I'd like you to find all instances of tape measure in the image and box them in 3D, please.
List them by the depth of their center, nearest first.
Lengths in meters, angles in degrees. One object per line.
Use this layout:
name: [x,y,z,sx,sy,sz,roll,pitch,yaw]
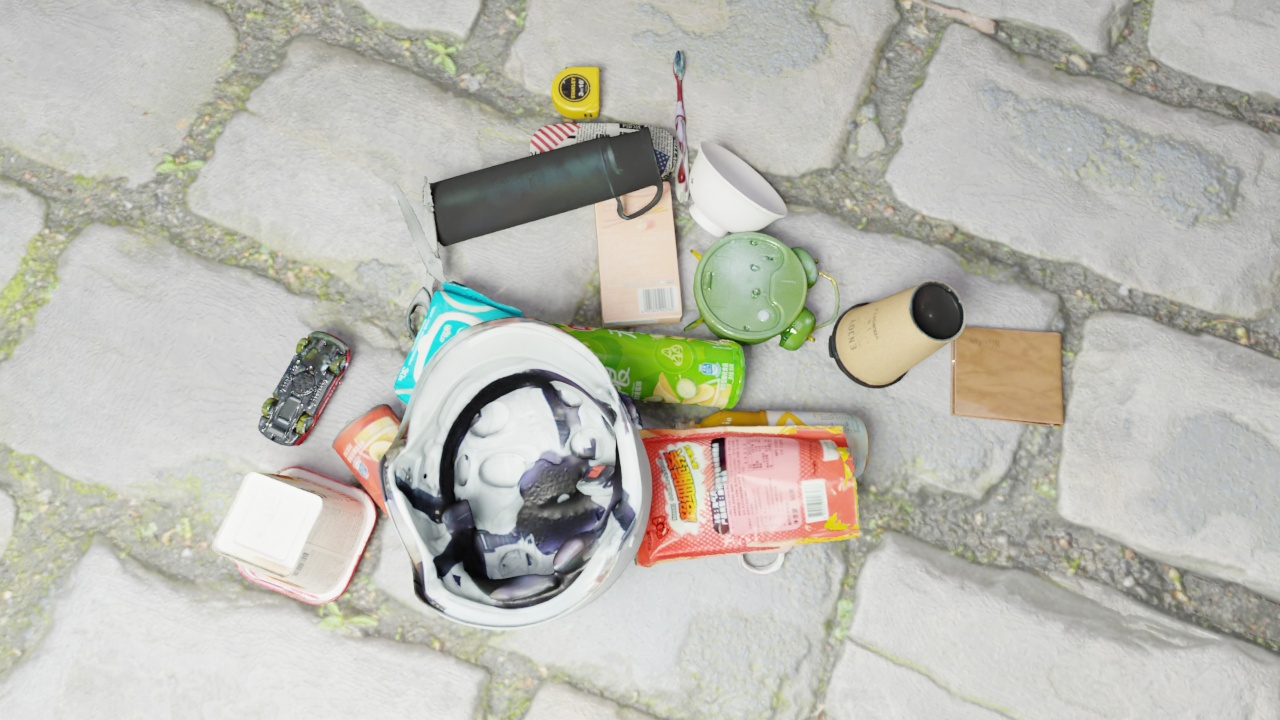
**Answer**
tape measure: [-0.072,-0.299,1.032,0.057,0.029,0.060,0,75,-2]

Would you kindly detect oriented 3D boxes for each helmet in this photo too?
helmet: [-0.092,0.104,0.806,0.229,0.146,0.258,-22,65,8]

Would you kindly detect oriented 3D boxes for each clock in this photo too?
clock: [0.129,-0.069,0.960,0.161,0.056,0.116,6,75,0]

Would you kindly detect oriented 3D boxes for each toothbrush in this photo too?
toothbrush: [0.046,-0.265,1.031,0.016,0.017,0.187,0,74,-1]

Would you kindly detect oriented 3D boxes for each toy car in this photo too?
toy car: [-0.337,0.029,0.927,0.053,0.045,0.120,26,81,3]

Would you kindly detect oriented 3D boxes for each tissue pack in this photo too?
tissue pack: [-0.178,-0.005,0.905,0.093,0.050,0.133,18,79,13]

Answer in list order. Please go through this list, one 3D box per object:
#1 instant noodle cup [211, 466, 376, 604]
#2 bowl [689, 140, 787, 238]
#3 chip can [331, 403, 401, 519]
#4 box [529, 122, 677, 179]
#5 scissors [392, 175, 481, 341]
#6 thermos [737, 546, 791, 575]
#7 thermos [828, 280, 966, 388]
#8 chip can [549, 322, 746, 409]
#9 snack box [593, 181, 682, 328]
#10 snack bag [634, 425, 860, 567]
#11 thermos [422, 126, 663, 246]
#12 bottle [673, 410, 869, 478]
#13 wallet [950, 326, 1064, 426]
instant noodle cup: [-0.323,0.158,0.852,0.116,0.124,0.116,20,75,4]
bowl: [0.091,-0.170,0.975,0.118,0.118,0.065,45,117,10]
chip can: [-0.205,0.142,0.886,0.073,0.073,0.216,-39,79,-11]
box: [-0.041,-0.227,1.011,0.164,0.051,0.068,2,88,0]
scissors: [-0.209,-0.095,0.944,0.163,0.014,0.165,28,98,-13]
thermos: [0.048,0.163,0.895,0.198,0.067,0.087,4,105,-2]
thermos: [0.255,-0.028,0.914,0.093,0.143,0.093,4,75,-14]
chip can: [-0.005,0.005,0.910,0.221,0.073,0.072,6,74,-11]
snack box: [-0.004,-0.113,0.984,0.084,0.026,0.157,-4,75,-2]
snack bag: [0.091,0.118,0.842,0.208,0.073,0.128,-6,68,2]
thermos: [-0.098,-0.172,0.959,0.242,0.068,0.090,-13,102,6]
bottle: [0.127,0.083,0.912,0.189,0.068,0.068,2,75,-1]
wallet: [0.384,0.015,0.963,0.115,0.020,0.101,5,73,3]
